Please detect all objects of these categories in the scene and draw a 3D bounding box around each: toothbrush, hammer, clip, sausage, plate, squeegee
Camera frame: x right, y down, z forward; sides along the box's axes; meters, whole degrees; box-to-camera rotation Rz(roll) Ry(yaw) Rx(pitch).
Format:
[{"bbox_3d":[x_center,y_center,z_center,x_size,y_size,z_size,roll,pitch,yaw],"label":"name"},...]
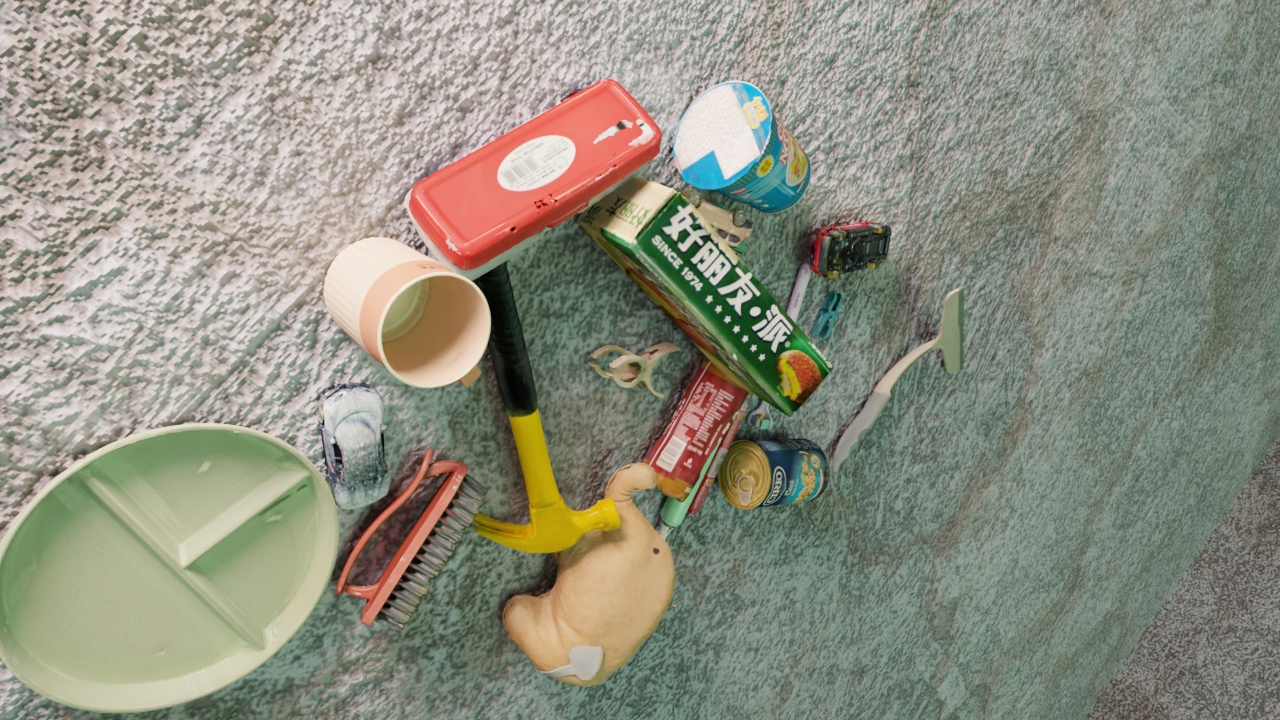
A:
[{"bbox_3d":[0.155,-0.015,1.003,0.021,0.029,0.189,-47,152,-76],"label":"toothbrush"},{"bbox_3d":[-0.102,0.040,0.780,0.128,0.033,0.301,-15,117,-11],"label":"hammer"},{"bbox_3d":[-0.007,0.010,0.869,0.098,0.034,0.064,7,105,-51],"label":"clip"},{"bbox_3d":[0.212,-0.052,1.038,0.041,0.014,0.056,13,103,-44],"label":"clip"},{"bbox_3d":[0.083,0.102,0.999,0.020,0.020,0.156,20,97,-44],"label":"sausage"},{"bbox_3d":[0.045,0.142,0.981,0.026,0.027,0.224,24,95,-12],"label":"toothbrush"},{"bbox_3d":[-0.331,0.147,0.657,0.229,0.027,0.230,-18,121,-33],"label":"plate"},{"bbox_3d":[0.314,0.042,1.156,0.246,0.039,0.246,-47,151,-4],"label":"squeegee"}]

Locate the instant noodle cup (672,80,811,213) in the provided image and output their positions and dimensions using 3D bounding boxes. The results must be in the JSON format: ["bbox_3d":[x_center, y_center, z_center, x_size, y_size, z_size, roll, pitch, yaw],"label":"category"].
[{"bbox_3d":[0.099,-0.183,0.826,0.109,0.099,0.099,17,99,-52],"label":"instant noodle cup"}]

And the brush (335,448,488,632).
[{"bbox_3d":[-0.188,0.145,0.757,0.069,0.063,0.146,33,90,-12],"label":"brush"}]

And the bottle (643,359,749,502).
[{"bbox_3d":[0.064,0.056,0.932,0.057,0.057,0.175,32,89,-45],"label":"bottle"}]

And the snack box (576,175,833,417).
[{"bbox_3d":[0.059,-0.056,0.798,0.063,0.114,0.240,-48,122,-4],"label":"snack box"}]

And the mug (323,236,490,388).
[{"bbox_3d":[-0.161,-0.028,0.661,0.081,0.106,0.114,-47,134,-13],"label":"mug"}]

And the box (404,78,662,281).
[{"bbox_3d":[-0.082,-0.141,0.705,0.200,0.090,0.068,-37,170,-23],"label":"box"}]

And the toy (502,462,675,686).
[{"bbox_3d":[-0.030,0.209,0.895,0.143,0.082,0.226,31,89,-16],"label":"toy"}]

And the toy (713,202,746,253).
[{"bbox_3d":[0.053,-0.111,0.860,0.091,0.030,0.096,-48,124,-14],"label":"toy"}]

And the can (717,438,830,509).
[{"bbox_3d":[0.151,0.125,1.030,0.111,0.075,0.075,2,109,-42],"label":"can"}]

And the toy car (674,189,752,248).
[{"bbox_3d":[0.055,-0.128,0.819,0.090,0.042,0.035,20,88,-27],"label":"toy car"}]

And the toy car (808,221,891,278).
[{"bbox_3d":[0.222,-0.122,0.989,0.120,0.045,0.053,-15,118,-41],"label":"toy car"}]

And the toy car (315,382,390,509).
[{"bbox_3d":[-0.220,0.068,0.712,0.048,0.031,0.106,-18,121,-35],"label":"toy car"}]
